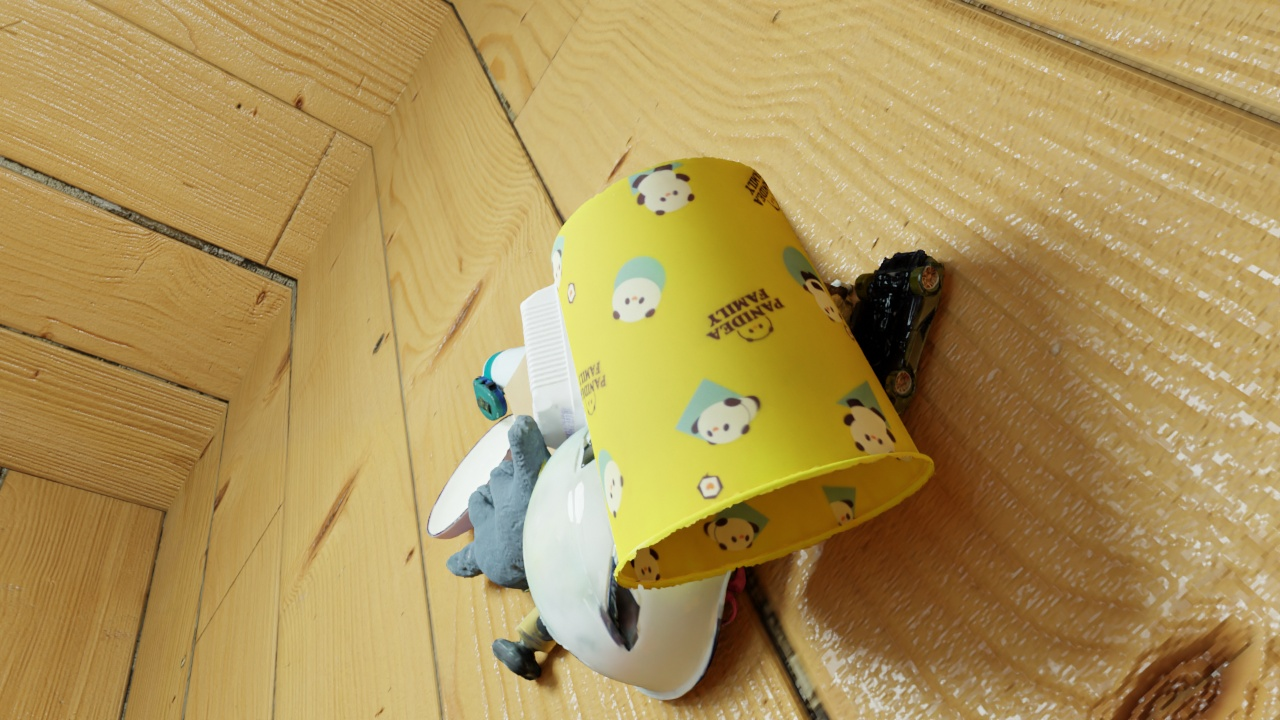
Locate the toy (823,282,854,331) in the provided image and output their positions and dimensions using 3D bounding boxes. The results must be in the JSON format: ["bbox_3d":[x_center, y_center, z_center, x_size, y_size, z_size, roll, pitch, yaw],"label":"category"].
[{"bbox_3d":[0.141,0.009,0.791,0.105,0.066,0.157,-137,66,-74],"label":"toy"}]

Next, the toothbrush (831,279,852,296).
[{"bbox_3d":[0.137,0.005,0.837,0.181,0.018,0.015,-59,34,13],"label":"toothbrush"}]

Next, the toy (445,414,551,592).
[{"bbox_3d":[-0.136,0.186,1.011,0.091,0.138,0.358,-45,-6,-40],"label":"toy"}]

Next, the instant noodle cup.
[{"bbox_3d":[-0.087,0.009,0.951,0.138,0.060,0.173,92,167,-58],"label":"instant noodle cup"}]

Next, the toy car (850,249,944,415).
[{"bbox_3d":[0.197,-0.016,0.733,0.070,0.042,0.158,1,69,57],"label":"toy car"}]

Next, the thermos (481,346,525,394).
[{"bbox_3d":[-0.136,0.010,1.203,0.225,0.073,0.073,-6,63,56],"label":"thermos"}]

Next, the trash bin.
[{"bbox_3d":[0.054,0.008,0.679,0.230,0.229,0.255,-39,60,37],"label":"trash bin"}]

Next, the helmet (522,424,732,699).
[{"bbox_3d":[-0.024,0.159,0.820,0.230,0.145,0.258,-39,40,48],"label":"helmet"}]

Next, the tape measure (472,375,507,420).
[{"bbox_3d":[-0.203,0.054,1.232,0.054,0.025,0.058,25,132,45],"label":"tape measure"}]

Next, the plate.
[{"bbox_3d":[-0.203,0.155,1.190,0.193,0.039,0.192,-45,18,19],"label":"plate"}]

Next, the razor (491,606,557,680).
[{"bbox_3d":[-0.090,0.267,0.962,0.168,0.062,0.067,-51,1,13],"label":"razor"}]

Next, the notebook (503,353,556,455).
[{"bbox_3d":[-0.101,0.067,1.074,0.150,0.012,0.211,-55,47,37],"label":"notebook"}]

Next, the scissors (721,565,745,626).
[{"bbox_3d":[0.051,0.198,0.833,0.136,0.017,0.064,-1,71,60],"label":"scissors"}]
